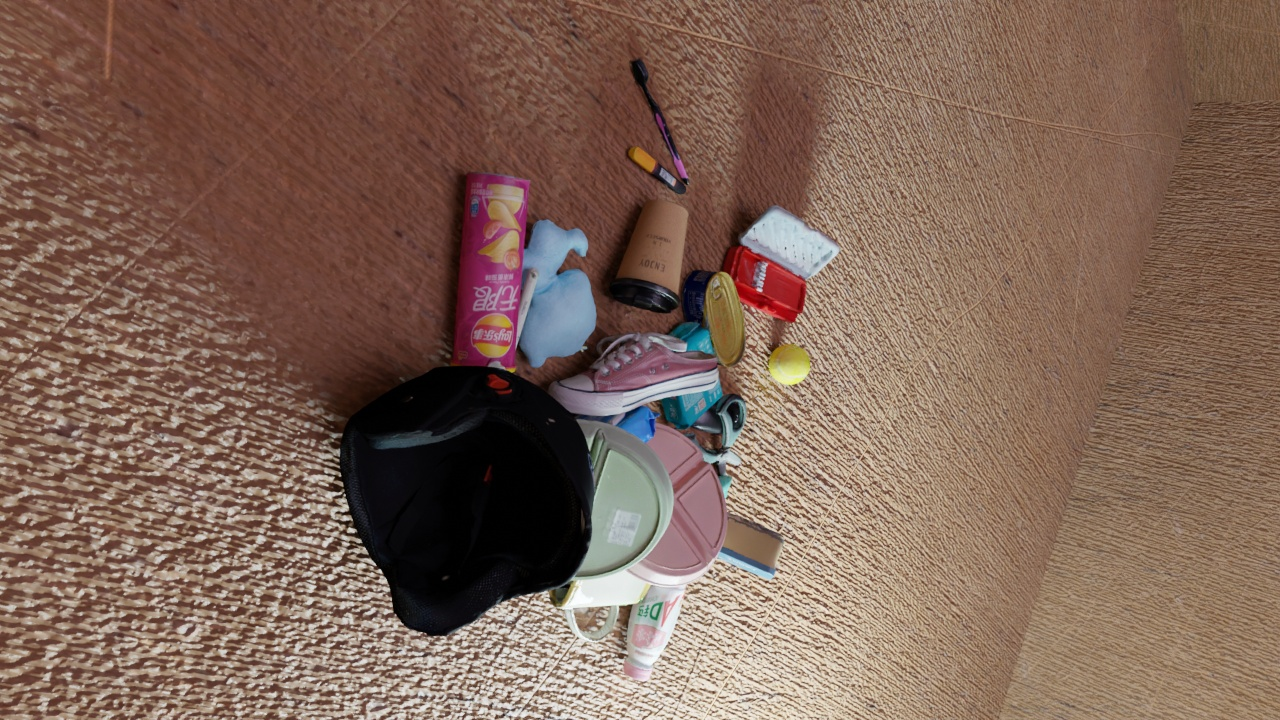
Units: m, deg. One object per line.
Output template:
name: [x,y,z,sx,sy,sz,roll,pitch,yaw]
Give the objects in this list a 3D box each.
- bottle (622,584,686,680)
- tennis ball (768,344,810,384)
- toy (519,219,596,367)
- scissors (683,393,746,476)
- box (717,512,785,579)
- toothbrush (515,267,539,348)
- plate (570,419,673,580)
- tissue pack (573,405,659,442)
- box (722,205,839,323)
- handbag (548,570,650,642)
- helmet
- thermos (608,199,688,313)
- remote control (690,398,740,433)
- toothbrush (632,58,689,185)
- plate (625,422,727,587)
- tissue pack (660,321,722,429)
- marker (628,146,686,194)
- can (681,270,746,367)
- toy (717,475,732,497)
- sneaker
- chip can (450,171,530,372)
bottle: [0.021,0.357,1.313,0.068,0.068,0.197,17,91,-48]
tennis ball: [0.238,0.006,1.464,0.065,0.066,0.065,-14,109,-45]
toy: [-0.100,-0.074,1.083,0.156,0.050,0.161,42,80,-29]
scissors: [0.124,0.113,1.371,0.176,0.019,0.172,28,99,-49]
box: [0.125,0.252,1.307,0.063,0.184,0.090,-63,166,-14]
toothbrush: [-0.148,-0.015,1.047,0.029,0.020,0.189,17,98,-8]
plate: [-0.075,0.171,1.070,0.027,0.230,0.230,-91,166,-60]
tissue pack: [-0.057,0.098,1.142,0.156,0.095,0.052,-36,123,-34]
box: [0.210,-0.146,1.403,0.201,0.063,0.160,19,104,-48]
handbag: [-0.055,0.296,1.228,0.163,0.063,0.179,13,105,-48]
helmet: [-0.160,0.117,0.909,0.229,0.275,0.234,-56,147,-60]
thermos: [0.017,-0.129,1.177,0.093,0.093,0.143,29,71,-47]
remote control: [0.121,0.085,1.385,0.136,0.024,0.053,10,92,-48]
toothbrush: [0.030,-0.309,1.201,0.017,0.014,0.189,-61,138,-36]
plate: [0.026,0.181,1.206,0.229,0.028,0.229,19,54,-29]
tissue pack: [0.065,0.023,1.290,0.093,0.050,0.133,-39,126,-37]
marker: [0.024,-0.248,1.208,0.123,0.015,0.018,25,82,-50]
can: [0.106,-0.060,1.315,0.074,0.049,0.148,-39,126,-35]
toy: [0.107,0.205,1.397,0.091,0.030,0.096,-10,113,-44]
sneaker: [-0.007,0.007,1.152,0.240,0.118,0.088,-11,109,-27]
chip can: [-0.163,-0.094,0.996,0.071,0.071,0.210,-2,100,-47]
